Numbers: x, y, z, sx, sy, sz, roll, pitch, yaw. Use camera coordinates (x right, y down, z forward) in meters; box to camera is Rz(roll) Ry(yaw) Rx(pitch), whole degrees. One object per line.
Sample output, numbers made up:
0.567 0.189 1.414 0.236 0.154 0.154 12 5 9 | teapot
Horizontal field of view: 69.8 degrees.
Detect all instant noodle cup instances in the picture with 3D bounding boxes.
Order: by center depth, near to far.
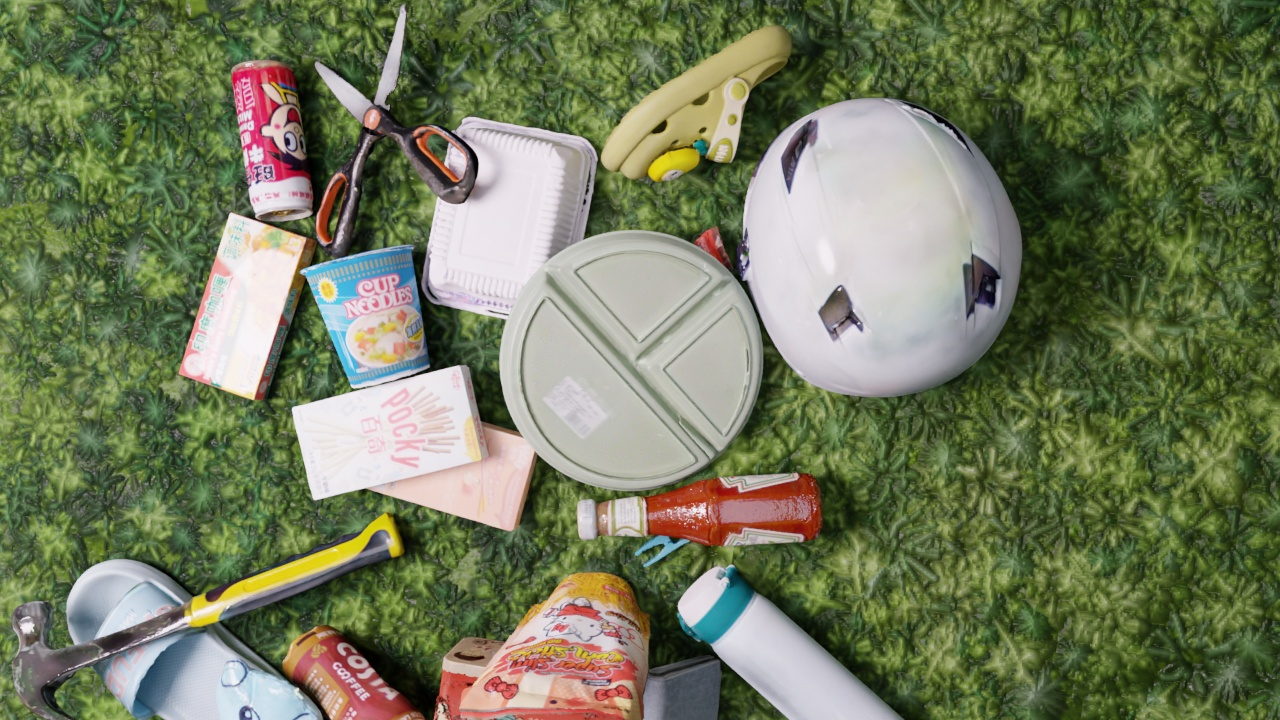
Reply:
-0.231 -0.037 0.801 0.099 0.099 0.110 -14 97 4 | instant noodle cup
-0.119 -0.124 0.803 0.138 0.060 0.173 12 93 4 | instant noodle cup

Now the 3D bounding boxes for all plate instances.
-0.005 0.005 0.782 0.230 0.027 0.230 -1 100 -6 | plate

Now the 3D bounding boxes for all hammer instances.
-0.363 0.213 0.789 0.323 0.032 0.126 -20 60 -13 | hammer

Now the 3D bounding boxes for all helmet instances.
0.193 -0.097 0.735 0.229 0.146 0.258 -11 89 4 | helmet

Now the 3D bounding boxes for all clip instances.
0.021 0.162 0.816 0.057 0.014 0.046 -36 90 3 | clip

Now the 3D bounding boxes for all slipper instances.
0.057 -0.206 0.775 0.190 0.091 0.081 -34 90 1 | slipper
-0.417 0.280 0.823 0.245 0.074 0.104 35 94 2 | slipper

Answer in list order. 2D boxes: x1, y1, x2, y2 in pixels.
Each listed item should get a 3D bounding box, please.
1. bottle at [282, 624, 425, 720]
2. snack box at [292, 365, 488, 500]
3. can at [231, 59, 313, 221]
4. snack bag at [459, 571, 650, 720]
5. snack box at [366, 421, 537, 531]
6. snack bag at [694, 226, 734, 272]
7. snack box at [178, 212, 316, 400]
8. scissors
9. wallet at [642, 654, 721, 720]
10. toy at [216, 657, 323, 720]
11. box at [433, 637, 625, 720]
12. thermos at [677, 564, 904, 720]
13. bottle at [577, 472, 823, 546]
-0.234 0.296 0.780 0.175 0.057 0.057 28 93 32 | bottle
-0.218 0.063 0.801 0.157 0.027 0.084 -14 88 5 | snack box
-0.328 -0.195 0.822 0.053 0.053 0.132 -9 90 4 | can
-0.053 0.234 0.727 0.128 0.207 0.073 5 95 5 | snack bag
-0.175 0.090 0.825 0.157 0.026 0.084 16 91 4 | snack box
0.028 -0.076 0.808 0.104 0.026 0.048 -23 77 4 | snack bag
-0.358 -0.049 0.838 0.077 0.027 0.156 19 92 5 | snack box
-0.225 -0.193 0.798 0.221 0.021 0.230 24 101 27 | scissors
0.027 0.321 0.779 0.037 0.106 0.129 8 90 38 | wallet
-0.313 0.328 0.780 0.157 0.049 0.161 -38 93 23 | toy
-0.086 0.297 0.788 0.168 0.091 0.077 7 88 5 | box
0.130 0.268 0.784 0.224 0.073 0.073 41 93 4 | thermos
0.050 0.131 0.784 0.206 0.060 0.060 -4 90 0 | bottle
